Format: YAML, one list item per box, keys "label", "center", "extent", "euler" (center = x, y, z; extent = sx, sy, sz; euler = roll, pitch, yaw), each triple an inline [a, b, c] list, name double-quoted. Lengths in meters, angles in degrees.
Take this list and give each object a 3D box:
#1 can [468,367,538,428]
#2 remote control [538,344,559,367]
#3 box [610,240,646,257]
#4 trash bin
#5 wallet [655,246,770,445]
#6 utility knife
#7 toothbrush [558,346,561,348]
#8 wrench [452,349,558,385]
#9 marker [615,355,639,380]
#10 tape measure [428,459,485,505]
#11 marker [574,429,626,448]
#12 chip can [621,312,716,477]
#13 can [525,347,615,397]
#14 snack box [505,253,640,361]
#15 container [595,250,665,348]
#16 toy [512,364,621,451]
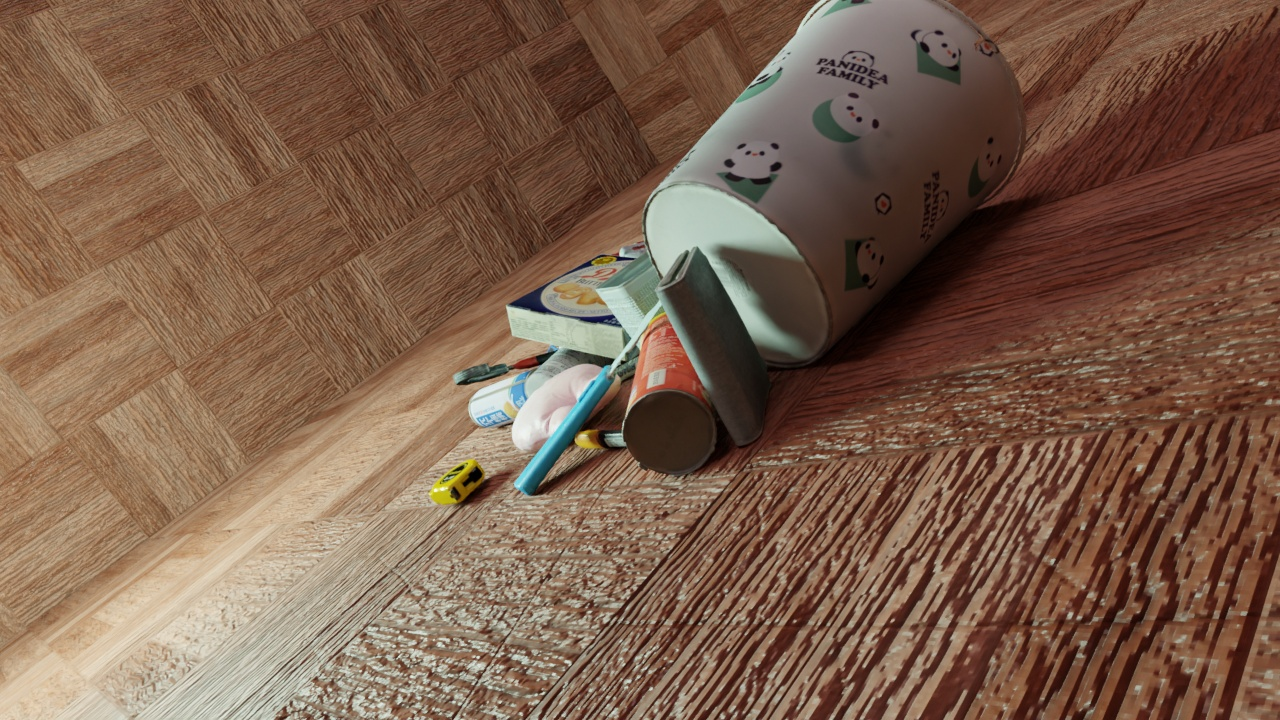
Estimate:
- label: "can"
  center: [-0.157, 0.048, 1.132]
  extent: [0.135, 0.053, 0.053]
  euler: [-19, 19, 47]
- label: "remote control"
  center: [-0.117, 0.007, 1.225]
  extent: [0.049, 0.024, 0.125]
  euler: [-61, 14, 0]
- label: "box"
  center: [0.027, -0.125, 1.293]
  extent: [0.201, 0.100, 0.110]
  euler: [-29, -39, -63]
- label: "trash bin"
  center: [0.150, -0.143, 0.757]
  extent: [0.251, 0.229, 0.230]
  euler: [-46, 17, -24]
- label: "wallet"
  center: [0.054, -0.014, 0.684]
  extent: [0.037, 0.130, 0.106]
  euler: [-23, 15, 20]
- label: "utility knife"
  center: [-0.042, 0.029, 0.831]
  extent: [0.234, 0.018, 0.034]
  euler: [-53, 11, 7]
- label: "toothbrush"
  center: [-0.030, -0.059, 1.279]
  extent: [0.225, 0.026, 0.027]
  euler: [-26, 36, 30]
- label: "wrench"
  center: [-0.118, -0.003, 1.110]
  extent: [0.056, 0.016, 0.272]
  euler: [-22, -5, 40]
- label: "marker"
  center: [-0.006, 0.006, 1.008]
  extent: [0.146, 0.017, 0.016]
  euler: [-29, 14, 18]
- label: "tape measure"
  center: [-0.190, 0.131, 0.966]
  extent: [0.060, 0.029, 0.057]
  euler: [-17, 22, 51]
- label: "marker"
  center: [-0.024, 0.069, 0.819]
  extent: [0.015, 0.018, 0.124]
  euler: [-45, 18, -27]
- label: "chip can"
  center: [0.028, 0.019, 0.758]
  extent: [0.073, 0.073, 0.216]
  euler: [-30, 13, 12]
- label: "can"
  center: [-0.071, 0.003, 1.080]
  extent: [0.058, 0.058, 0.146]
  euler: [-21, 18, 43]
- label: "snack box"
  center: [-0.032, -0.069, 1.081]
  extent: [0.178, 0.046, 0.182]
  euler: [12, 33, 37]
- label: "container"
  center: [0.029, -0.052, 0.925]
  extent: [0.090, 0.111, 0.090]
  euler: [-37, 14, -15]
- label: "toy"
  center: [-0.075, 0.048, 0.935]
  extent: [0.121, 0.054, 0.160]
  euler: [-44, 14, -16]
